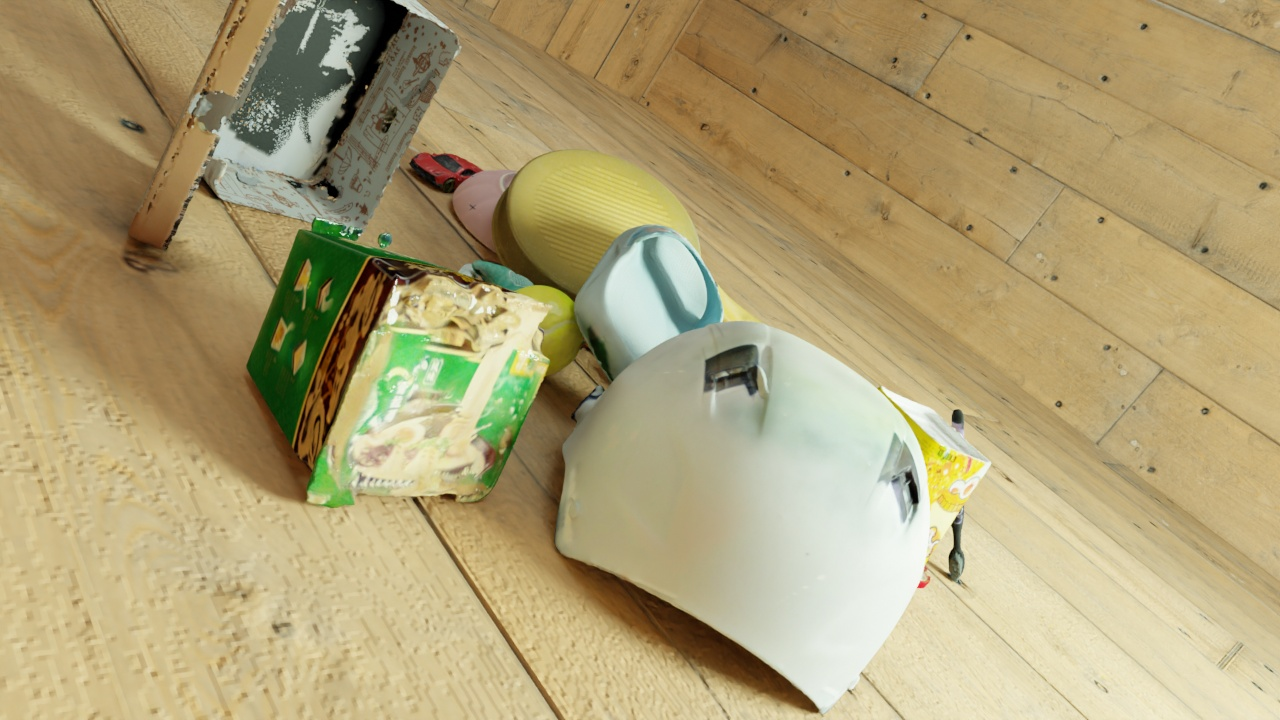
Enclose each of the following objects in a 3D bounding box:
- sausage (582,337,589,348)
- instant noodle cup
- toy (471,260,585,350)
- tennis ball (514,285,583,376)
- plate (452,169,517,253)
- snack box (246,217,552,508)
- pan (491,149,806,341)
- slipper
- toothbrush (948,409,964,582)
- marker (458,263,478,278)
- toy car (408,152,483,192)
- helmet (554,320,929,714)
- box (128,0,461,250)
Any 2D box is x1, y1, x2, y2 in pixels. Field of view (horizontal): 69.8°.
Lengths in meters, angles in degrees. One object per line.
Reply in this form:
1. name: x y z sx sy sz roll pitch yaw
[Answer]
1. sausage: -0.005 0.005 0.779 0.165 0.021 0.021 35 17 5
2. instant noodle cup: 0.188 0.096 0.702 0.116 0.124 0.116 21 21 -36
3. toy: -0.087 -0.038 0.741 0.096 0.030 0.092 25 23 -49
4. tennis ball: -0.073 -0.021 0.653 0.065 0.065 0.065 30 18 -11
5. plate: -0.094 -0.144 0.934 0.192 0.039 0.192 23 28 -13
6. snack box: -0.126 -0.002 0.460 0.106 0.117 0.118 31 10 34
7. pan: 0.029 -0.079 0.885 0.357 0.078 0.197 20 51 -13
8. slipper: 0.018 -0.053 0.712 0.104 0.074 0.244 63 23 -11
9. toothbrush: 0.261 0.117 0.758 0.014 0.189 0.016 7 38 26
10. marker: -0.141 -0.049 0.689 0.017 0.017 0.145 31 18 -9
11. toy car: -0.199 -0.199 0.969 0.049 0.031 0.106 38 20 17
12. helmet: 0.077 0.059 0.552 0.229 0.146 0.258 34 20 2
13. box: -0.236 -0.178 0.596 0.136 0.180 0.269 34 16 0
